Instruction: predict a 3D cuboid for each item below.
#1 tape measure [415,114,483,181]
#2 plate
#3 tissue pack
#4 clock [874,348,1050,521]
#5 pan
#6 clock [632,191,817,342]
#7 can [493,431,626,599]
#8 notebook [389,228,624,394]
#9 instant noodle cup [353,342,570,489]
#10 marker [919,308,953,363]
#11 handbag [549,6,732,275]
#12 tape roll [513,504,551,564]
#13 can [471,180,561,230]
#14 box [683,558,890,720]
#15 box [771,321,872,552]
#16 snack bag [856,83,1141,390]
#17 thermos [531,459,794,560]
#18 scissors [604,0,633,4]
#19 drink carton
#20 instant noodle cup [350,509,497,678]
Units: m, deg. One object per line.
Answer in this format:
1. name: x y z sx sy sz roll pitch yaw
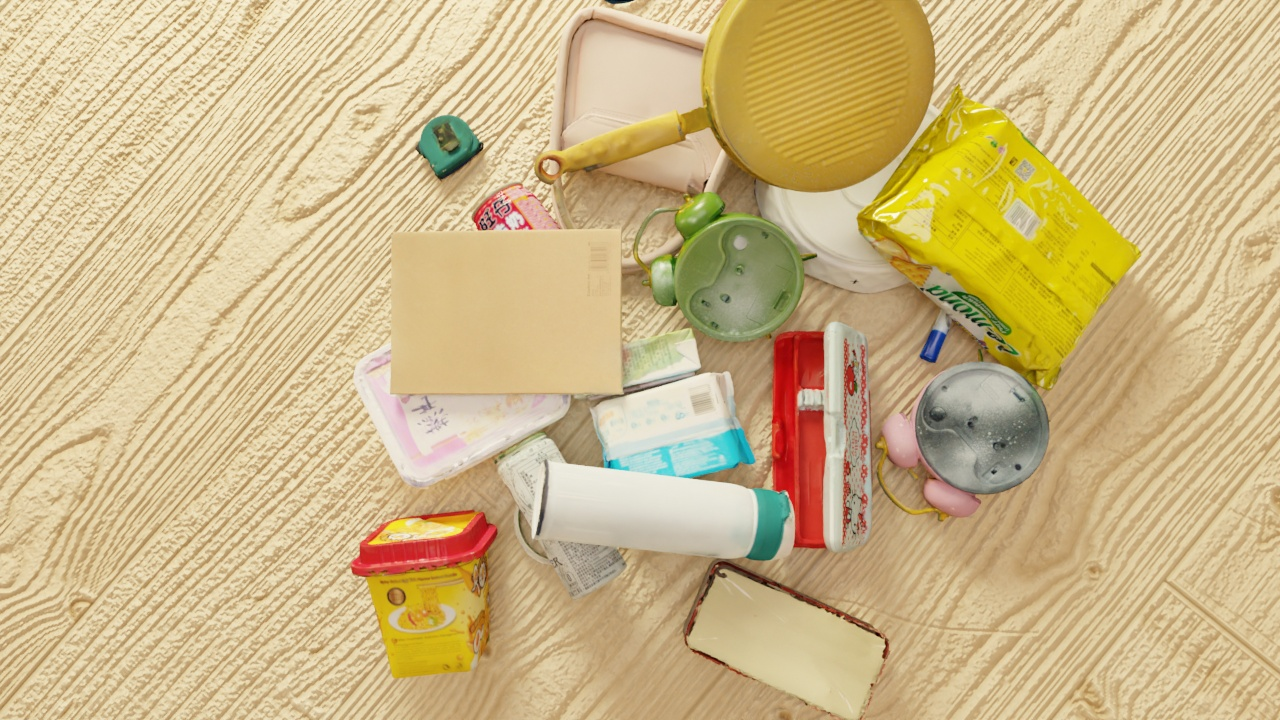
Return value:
1. tape measure: -0.191 -0.214 0.906 0.058 0.025 0.054 -36 84 -2
2. plate: 0.214 -0.168 0.867 0.205 0.045 0.204 0 84 3
3. tissue pack: 0.027 0.069 0.843 0.140 0.063 0.090 -15 83 1
4. clock: 0.286 0.074 0.831 0.158 0.060 0.117 -41 84 -3
5. pan: 0.075 -0.219 0.796 0.357 0.078 0.198 -20 111 3
6. clock: 0.072 -0.086 0.836 0.161 0.056 0.116 23 110 -11
7. can: -0.073 0.140 0.829 0.058 0.058 0.146 -32 83 -1
8. notebook: -0.120 -0.044 0.826 0.211 0.012 0.149 0 87 3
9. instant noodle cup: -0.162 0.027 0.861 0.173 0.060 0.138 -29 83 1
10. marker: 0.299 -0.066 0.865 0.017 0.017 0.145 24 86 5
11. handbag: -0.001 -0.198 0.873 0.193 0.093 0.234 15 93 4
12. tape roll: -0.077 0.150 0.866 0.086 0.014 0.085 0 84 4
13. can: -0.109 -0.115 0.869 0.066 0.066 0.094 -37 83 -1
14. box: 0.126 0.249 0.812 0.168 0.077 0.091 23 85 6
15. box: 0.167 0.068 0.819 0.095 0.098 0.201 1 83 2
16. snack bag: 0.322 -0.108 0.812 0.246 0.068 0.158 39 86 -12
17. thermos: 0.022 0.133 0.785 0.224 0.073 0.073 8 84 -10
18. scissors: 0.029 -0.417 0.921 0.174 0.012 0.162 -25 83 0
19. drink carton: -0.005 0.005 0.857 0.122 0.053 0.045 -13 87 2
20. instant noodle cup: -0.186 0.209 0.823 0.116 0.116 0.123 -6 95 2
